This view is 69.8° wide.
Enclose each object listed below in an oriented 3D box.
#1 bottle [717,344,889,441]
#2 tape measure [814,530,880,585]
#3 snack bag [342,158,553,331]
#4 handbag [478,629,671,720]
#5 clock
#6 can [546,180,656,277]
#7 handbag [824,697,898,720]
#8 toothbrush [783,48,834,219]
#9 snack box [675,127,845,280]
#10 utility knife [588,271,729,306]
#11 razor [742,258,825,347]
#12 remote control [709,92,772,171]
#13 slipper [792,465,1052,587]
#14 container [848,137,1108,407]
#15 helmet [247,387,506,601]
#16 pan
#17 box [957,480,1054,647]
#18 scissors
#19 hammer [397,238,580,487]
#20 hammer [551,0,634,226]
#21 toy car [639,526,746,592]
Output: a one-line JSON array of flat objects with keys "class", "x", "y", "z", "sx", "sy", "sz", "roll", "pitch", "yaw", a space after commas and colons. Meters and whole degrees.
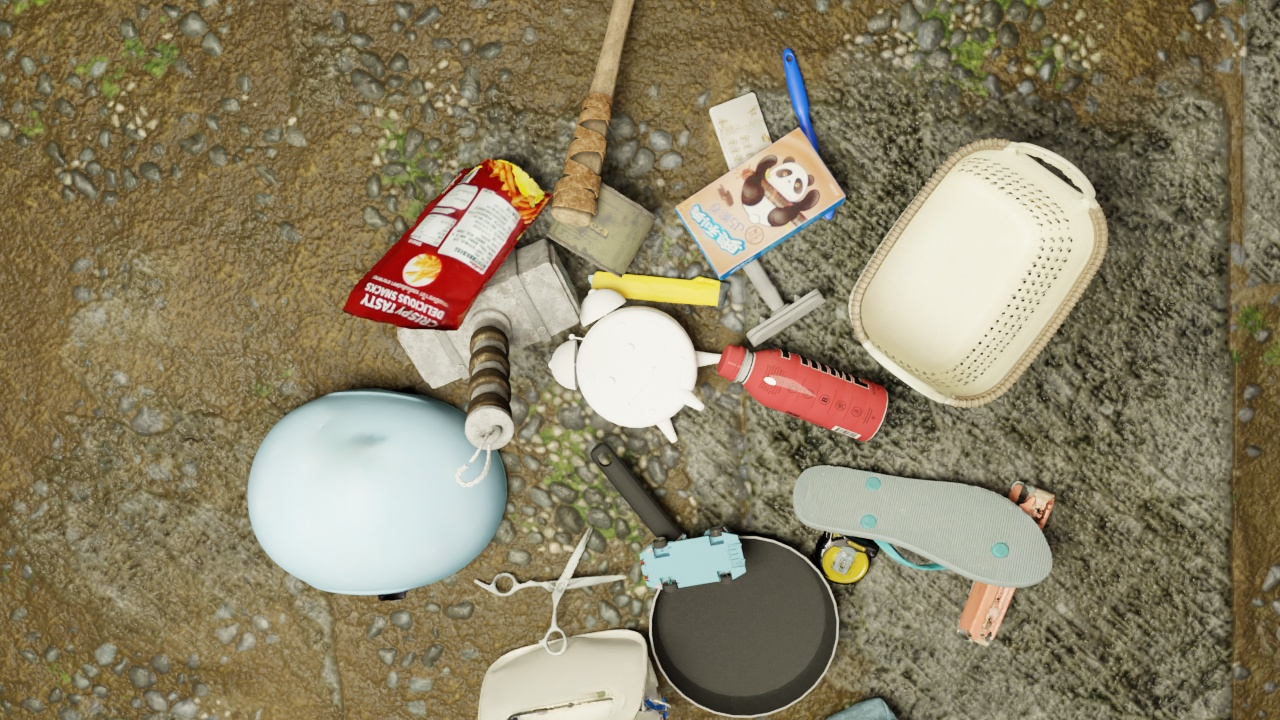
[{"class": "bottle", "x": 0.167, "y": 0.028, "z": 0.958, "sx": 0.176, "sy": 0.062, "sz": 0.062, "roll": 20, "pitch": 96, "yaw": -7}, {"class": "tape measure", "x": 0.222, "y": 0.214, "z": 1.001, "sx": 0.061, "sy": 0.034, "sz": 0.061, "roll": 22, "pitch": 98, "yaw": 0}, {"class": "snack bag", "x": -0.188, "y": -0.113, "z": 0.907, "sx": 0.139, "sy": 0.067, "sz": 0.207, "roll": 18, "pitch": 57, "yaw": 26}, {"class": "handbag", "x": -0.069, "y": 0.370, "z": 0.945, "sx": 0.201, "sy": 0.199, "sz": 0.093, "roll": -12, "pitch": 100, "yaw": 5}, {"class": "clock", "x": -0.006, "y": 0.005, "z": 0.962, "sx": 0.161, "sy": 0.073, "sz": 0.125, "roll": 30, "pitch": 96, "yaw": -3}, {"class": "can", "x": -0.039, "y": -0.139, "z": 0.938, "sx": 0.090, "sy": 0.090, "sz": 0.074, "roll": 30, "pitch": 96, "yaw": -2}, {"class": "handbag", "x": 0.209, "y": 0.458, "z": 0.994, "sx": 0.192, "sy": 0.121, "sz": 0.118, "roll": -27, "pitch": 112, "yaw": 2}, {"class": "toothbrush", "x": 0.175, "y": -0.236, "z": 0.962, "sx": 0.016, "sy": 0.018, "sz": 0.182, "roll": -15, "pitch": 93, "yaw": 3}, {"class": "snack box", "x": 0.122, "y": -0.159, "z": 0.940, "sx": 0.151, "sy": 0.034, "sz": 0.087, "roll": -33, "pitch": 82, "yaw": 5}, {"class": "utility knife", "x": 0.019, "y": -0.078, "z": 0.982, "sx": 0.151, "sy": 0.017, "sz": 0.030, "roll": 5, "pitch": 92, "yaw": 0}, {"class": "razor", "x": 0.126, "y": -0.086, "z": 0.968, "sx": 0.088, "sy": 0.047, "sz": 0.116, "roll": -33, "pitch": 87, "yaw": 5}, {"class": "remote control", "x": 0.118, "y": -0.208, "z": 0.966, "sx": 0.050, "sy": 0.011, "sz": 0.136, "roll": -20, "pitch": 96, "yaw": 3}, {"class": "slipper", "x": 0.297, "y": 0.171, "z": 0.982, "sx": 0.269, "sy": 0.055, "sz": 0.098, "roll": 16, "pitch": 67, "yaw": 12}, {"class": "container", "x": 0.320, "y": -0.086, "z": 0.910, "sx": 0.184, "sy": 0.143, "sz": 0.246, "roll": 35, "pitch": 96, "yaw": -2}, {"class": "helmet", "x": -0.271, "y": 0.138, "z": 0.942, "sx": 0.265, "sy": 0.167, "sz": 0.225, "roll": 2, "pitch": 87, "yaw": -8}, {"class": "pan", "x": 0.065, "y": 0.228, "z": 1.001, "sx": 0.204, "sy": 0.044, "sz": 0.355, "roll": -38, "pitch": 94, "yaw": 5}, {"class": "box", "x": 0.400, "y": 0.224, "z": 0.995, "sx": 0.056, "sy": 0.059, "sz": 0.187, "roll": 15, "pitch": 99, "yaw": -33}, {"class": "scissors", "x": -0.102, "y": 0.249, "z": 1.009, "sx": 0.175, "sy": 0.014, "sz": 0.141, "roll": 3, "pitch": 73, "yaw": 13}, {"class": "hammer", "x": -0.138, "y": 0.002, "z": 0.844, "sx": 0.177, "sy": 0.326, "sz": 0.079, "roll": -24, "pitch": 118, "yaw": 4}, {"class": "hammer", "x": -0.032, "y": -0.283, "z": 0.900, "sx": 0.121, "sy": 0.049, "sz": 0.318, "roll": 13, "pitch": 78, "yaw": -4}, {"class": "toy car", "x": 0.055, "y": 0.207, "z": 0.963, "sx": 0.108, "sy": 0.027, "sz": 0.060, "roll": -12, "pitch": 97, "yaw": 12}]
